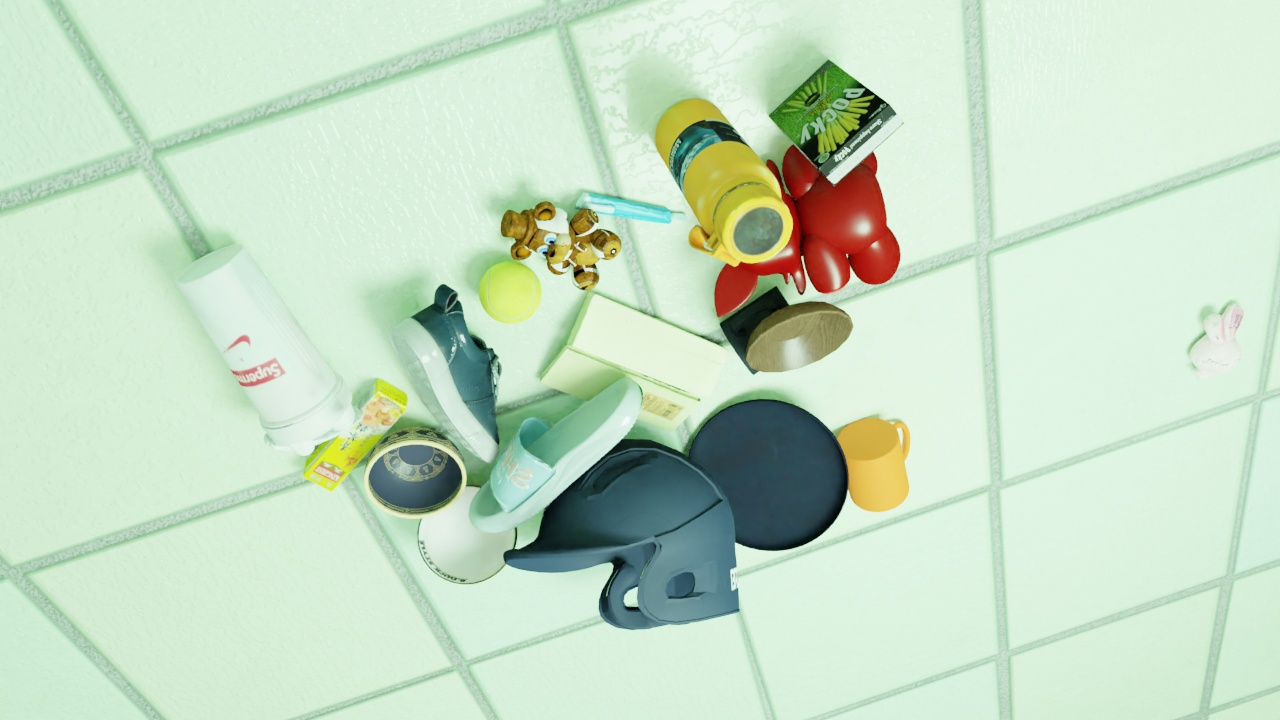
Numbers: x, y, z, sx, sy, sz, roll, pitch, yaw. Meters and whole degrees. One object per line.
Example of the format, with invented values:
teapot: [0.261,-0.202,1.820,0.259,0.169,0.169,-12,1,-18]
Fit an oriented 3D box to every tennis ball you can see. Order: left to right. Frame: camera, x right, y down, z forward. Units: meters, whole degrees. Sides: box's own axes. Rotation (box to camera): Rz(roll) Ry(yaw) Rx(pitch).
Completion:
tennis ball: [-0.135,-0.071,0.956,0.065,0.065,0.065,-6,124,-9]

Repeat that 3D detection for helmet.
helmet: [-0.024,0.202,1.066,0.272,0.223,0.233,-7,165,-16]

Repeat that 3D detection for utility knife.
utility knife: [-0.007,-0.155,0.961,0.123,0.015,0.022,8,134,-20]

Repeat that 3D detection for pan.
pan: [0.090,0.176,1.164,0.357,0.021,0.199,-27,96,20]

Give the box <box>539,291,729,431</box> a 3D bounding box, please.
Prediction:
box: [-0.005,0.010,1.055,0.187,0.047,0.141,23,117,-25]

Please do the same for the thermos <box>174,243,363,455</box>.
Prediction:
thermos: [-0.378,-0.006,0.932,0.099,0.099,0.220,-22,120,2]

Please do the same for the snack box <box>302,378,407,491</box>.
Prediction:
snack box: [-0.323,0.086,1.038,0.040,0.029,0.148,35,109,-29]

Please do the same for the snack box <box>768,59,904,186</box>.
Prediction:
snack box: [0.182,-0.229,0.873,0.080,0.147,0.025,-42,122,15]

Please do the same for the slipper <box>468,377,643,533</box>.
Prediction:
slipper: [-0.103,0.096,1.031,0.246,0.104,0.074,-39,112,10]

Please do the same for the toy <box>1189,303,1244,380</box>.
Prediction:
toy: [0.760,-0.020,1.205,0.063,0.047,0.110,-19,122,-11]

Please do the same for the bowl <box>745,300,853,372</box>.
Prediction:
bowl: [0.163,-0.030,0.967,0.118,0.030,0.118,-12,151,-7]

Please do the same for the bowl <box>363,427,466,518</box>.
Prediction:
bowl: [-0.258,0.119,1.055,0.112,0.061,0.113,-6,124,-9]

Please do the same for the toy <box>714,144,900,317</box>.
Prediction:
toy: [0.159,-0.140,0.945,0.197,0.120,0.158,-13,88,8]

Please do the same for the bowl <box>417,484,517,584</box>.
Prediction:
bowl: [-0.206,0.210,1.112,0.117,0.068,0.117,1,80,-3]

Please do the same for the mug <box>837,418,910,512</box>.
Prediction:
mug: [0.313,0.125,1.189,0.112,0.078,0.096,-38,128,-21]

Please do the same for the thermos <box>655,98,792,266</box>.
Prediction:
thermos: [0.073,-0.161,0.843,0.076,0.232,0.092,-4,124,-11]

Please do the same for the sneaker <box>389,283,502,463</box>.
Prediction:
sneaker: [-0.191,0.019,0.995,0.087,0.089,0.236,-42,145,-22]

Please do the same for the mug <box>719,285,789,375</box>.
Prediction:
mug: [0.135,-0.038,1.024,0.077,0.071,0.105,-34,155,9]

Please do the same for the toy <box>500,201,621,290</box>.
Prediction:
toy: [-0.085,-0.123,0.935,0.112,0.067,0.087,10,136,-33]
